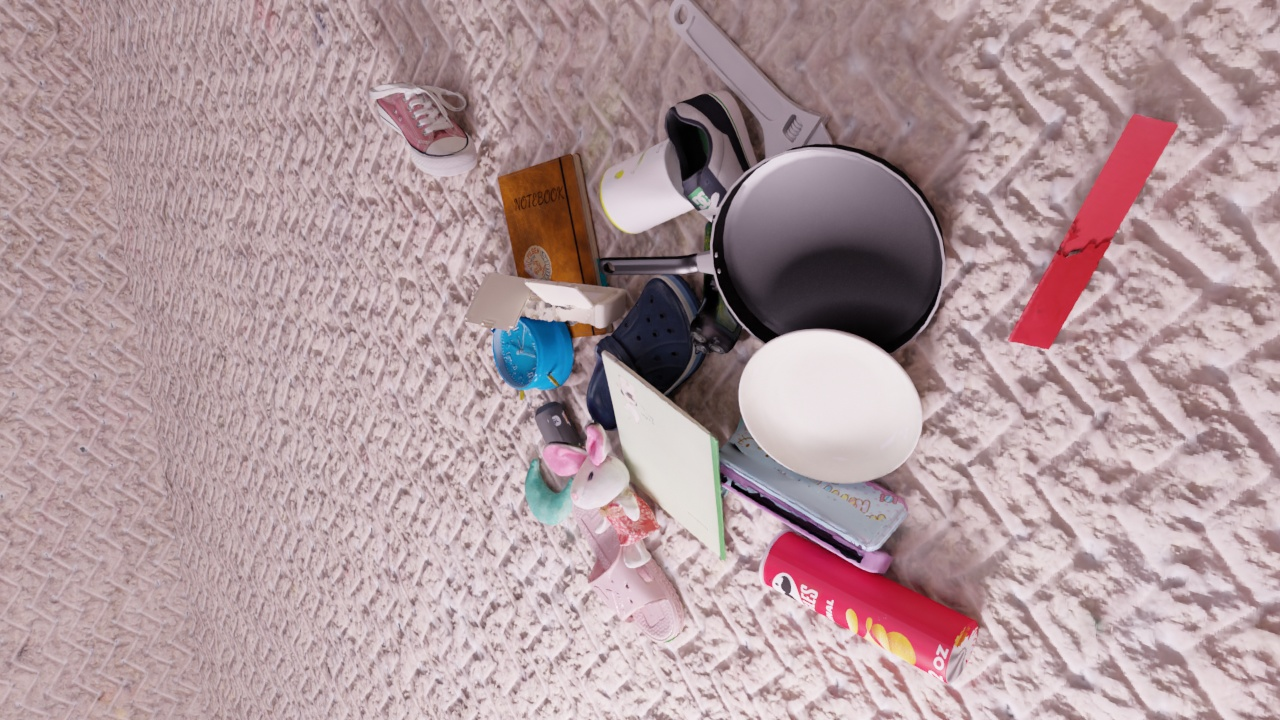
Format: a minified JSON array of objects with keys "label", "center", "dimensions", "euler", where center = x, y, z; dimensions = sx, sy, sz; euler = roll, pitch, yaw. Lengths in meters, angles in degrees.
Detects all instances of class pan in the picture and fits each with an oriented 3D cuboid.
[{"label":"pan","center":[0.119,-0.100,0.912],"dimensions":[0.357,0.034,0.225],"euler":[2,120,27]}]

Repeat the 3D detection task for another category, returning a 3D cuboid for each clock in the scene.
[{"label":"clock","center":[-0.154,-0.031,1.243],"dimensions":[0.117,0.060,0.161],"euler":[-24,84,47]}]

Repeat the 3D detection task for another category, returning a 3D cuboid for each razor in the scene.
[{"label":"razor","center":[0.082,-0.082,1.013],"dimensions":[0.054,0.067,0.151],"euler":[4,97,48]}]

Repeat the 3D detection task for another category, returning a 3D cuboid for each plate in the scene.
[{"label":"plate","center":[0.190,0.041,0.920],"dimensions":[0.182,0.034,0.183],"euler":[13,126,19]}]

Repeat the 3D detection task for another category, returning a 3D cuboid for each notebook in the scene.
[{"label":"notebook","center":[0.032,0.118,1.080],"dimensions":[0.182,0.010,0.253],"euler":[37,152,32]},{"label":"notebook","center":[-0.109,-0.137,1.221],"dimensions":[0.179,0.014,0.249],"euler":[-4,100,46]}]

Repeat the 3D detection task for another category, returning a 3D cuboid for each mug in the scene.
[{"label":"mug","center":[0.018,-0.196,1.027],"dimensions":[0.106,0.082,0.082],"euler":[-16,91,46]}]

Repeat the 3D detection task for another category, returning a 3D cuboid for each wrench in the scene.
[{"label":"wrench","center":[0.109,-0.280,0.959],"dimensions":[0.273,0.018,0.087],"euler":[52,134,22]}]

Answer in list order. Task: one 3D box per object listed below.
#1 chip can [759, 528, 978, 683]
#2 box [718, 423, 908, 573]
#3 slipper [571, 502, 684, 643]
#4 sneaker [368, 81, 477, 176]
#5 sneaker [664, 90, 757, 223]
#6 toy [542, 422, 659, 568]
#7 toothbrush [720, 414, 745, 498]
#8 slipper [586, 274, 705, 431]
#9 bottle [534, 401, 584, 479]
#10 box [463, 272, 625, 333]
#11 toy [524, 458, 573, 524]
[{"label":"chip can","center":[0.233,0.253,0.960],"dimensions":[0.221,0.069,0.069],"euler":[22,117,39]},{"label":"box","center":[0.173,0.148,0.985],"dimensions":[0.214,0.077,0.096],"euler":[28,120,37]},{"label":"slipper","center":[-0.033,0.280,1.240],"dimensions":[0.239,0.064,0.094],"euler":[57,134,18]},{"label":"sneaker","center":[-0.306,-0.345,1.290],"dimensions":[0.241,0.118,0.088],"euler":[45,147,34]},{"label":"sneaker","center":[0.090,-0.161,0.953],"dimensions":[0.084,0.078,0.235],"euler":[-23,90,58]},{"label":"toy","center":[-0.043,0.173,1.180],"dimensions":[0.159,0.084,0.194],"euler":[-23,99,54]},{"label":"toothbrush","center":[0.113,0.088,1.069],"dimensions":[0.016,0.016,0.181],"euler":[31,124,33]},{"label":"slipper","center":[-0.007,0.006,1.109],"dimensions":[0.105,0.095,0.254],"euler":[54,137,22]},{"label":"bottle","center":[-0.107,0.111,1.273],"dimensions":[0.047,0.046,0.112],"euler":[-38,76,44]},{"label":"box","center":[-0.109,-0.077,1.082],"dimensions":[0.143,0.191,0.069],"euler":[6,107,15]},{"label":"toy","center":[-0.132,0.197,1.336],"dimensions":[0.105,0.033,0.085],"euler":[20,105,41]}]
